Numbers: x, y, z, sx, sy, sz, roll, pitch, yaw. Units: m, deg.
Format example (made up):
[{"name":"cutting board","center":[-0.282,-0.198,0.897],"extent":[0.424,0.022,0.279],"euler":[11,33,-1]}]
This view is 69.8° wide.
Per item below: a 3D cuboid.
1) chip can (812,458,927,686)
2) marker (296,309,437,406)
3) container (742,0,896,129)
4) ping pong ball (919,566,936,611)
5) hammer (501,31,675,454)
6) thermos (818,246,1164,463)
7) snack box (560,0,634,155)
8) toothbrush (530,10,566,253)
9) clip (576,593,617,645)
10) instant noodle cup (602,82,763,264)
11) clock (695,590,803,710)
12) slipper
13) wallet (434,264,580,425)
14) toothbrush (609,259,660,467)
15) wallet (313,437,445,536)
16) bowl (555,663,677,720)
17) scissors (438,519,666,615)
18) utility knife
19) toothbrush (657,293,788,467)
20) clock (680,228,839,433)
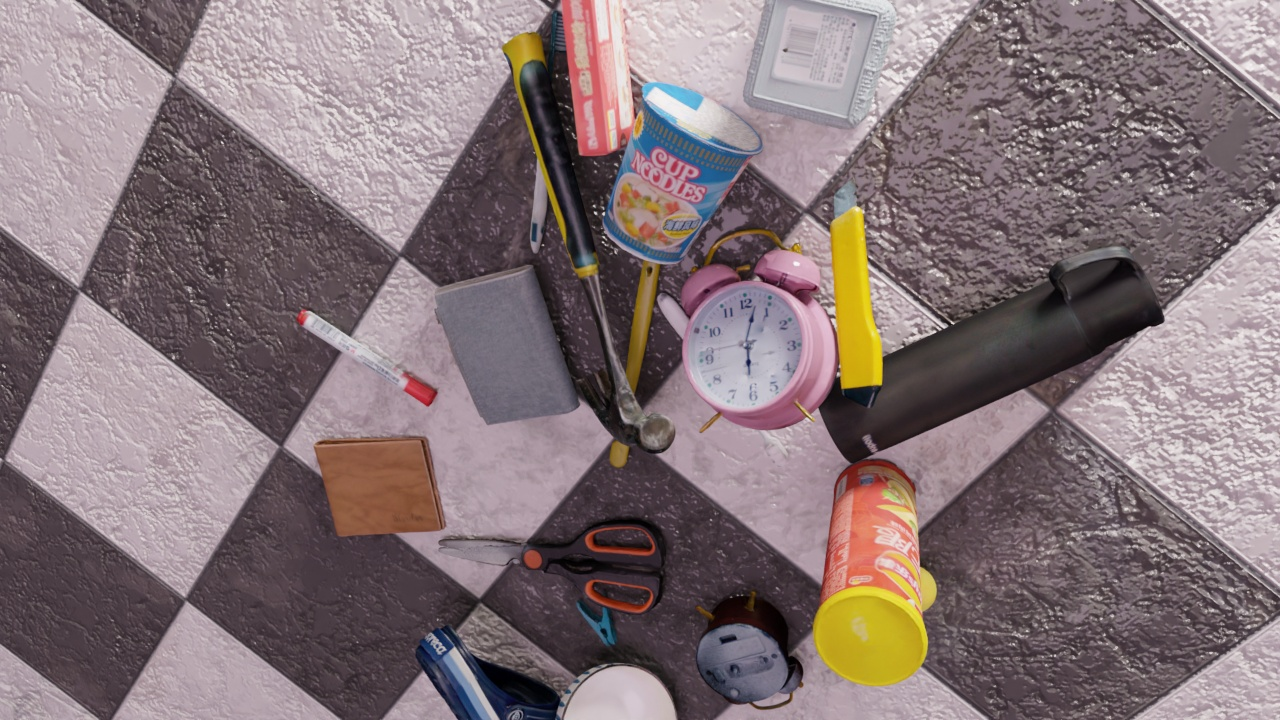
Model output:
[{"name":"chip can","center":[0.171,0.147,0.682],"extent":[0.073,0.216,0.073],"euler":[4,109,13]},{"name":"marker","center":[-0.252,-0.003,0.843],"extent":[0.145,0.017,0.017],"euler":[32,114,1]},{"name":"container","center":[0.122,-0.207,0.623],"extent":[0.090,0.111,0.090],"euler":[16,112,8]},{"name":"ping pong ball","center":[0.231,0.194,0.780],"extent":[0.040,0.040,0.040],"euler":[5,110,12]},{"name":"hammer","center":[-0.049,-0.087,0.716],"extent":[0.031,0.126,0.323],"euler":[-20,102,-20]},{"name":"thermos","center":[0.248,-0.008,0.683],"extent":[0.243,0.068,0.090],"euler":[-29,129,21]},{"name":"snack box","center":[-0.031,-0.231,0.673],"extent":[0.025,0.075,0.153],"euler":[-1,109,15]},{"name":"toothbrush","center":[-0.073,-0.178,0.735],"extent":[0.018,0.016,0.192],"euler":[8,111,0]},{"name":"clip","center":[-0.038,0.250,0.883],"extent":[0.034,0.013,0.055],"euler":[-23,103,21]},{"name":"instant noodle cup","center":[0.025,-0.135,0.689],"extent":[0.099,0.099,0.110],"euler":[29,121,2]},{"name":"clock","center":[0.100,0.270,0.833],"extent":[0.082,0.055,0.122],"euler":[-22,104,19]},{"name":"slipper","center":[-0.130,0.346,0.902],"extent":[0.095,0.105,0.253],"euler":[-36,117,-18]},{"name":"wallet","center":[-0.117,-0.011,0.794],"extent":[0.107,0.036,0.130],"euler":[-9,109,26]},{"name":"toothbrush","center":[-0.005,0.005,0.785],"extent":[0.016,0.016,0.190],"euler":[13,111,10]},{"name":"wallet","center":[-0.252,0.122,0.888],"extent":[0.115,0.020,0.101],"euler":[-4,110,13]},{"name":"bowl","center":[-0.029,0.347,0.876],"extent":[0.116,0.116,0.066],"euler":[47,157,-6]},{"name":"scissors","center":[-0.085,0.172,0.867],"extent":[0.235,0.021,0.139],"euler":[24,106,10]},{"name":"utility knife","center":[0.162,-0.051,0.690],"extent":[0.033,0.015,0.176],"euler":[-7,81,33]},{"name":"toothbrush","center":[0.069,0.017,0.769],"extent":[0.016,0.016,0.180],"euler":[-34,98,18]},{"name":"clock","center":[0.087,-0.025,0.710],"extent":[0.117,0.059,0.158],"euler":[-9,77,27]}]
